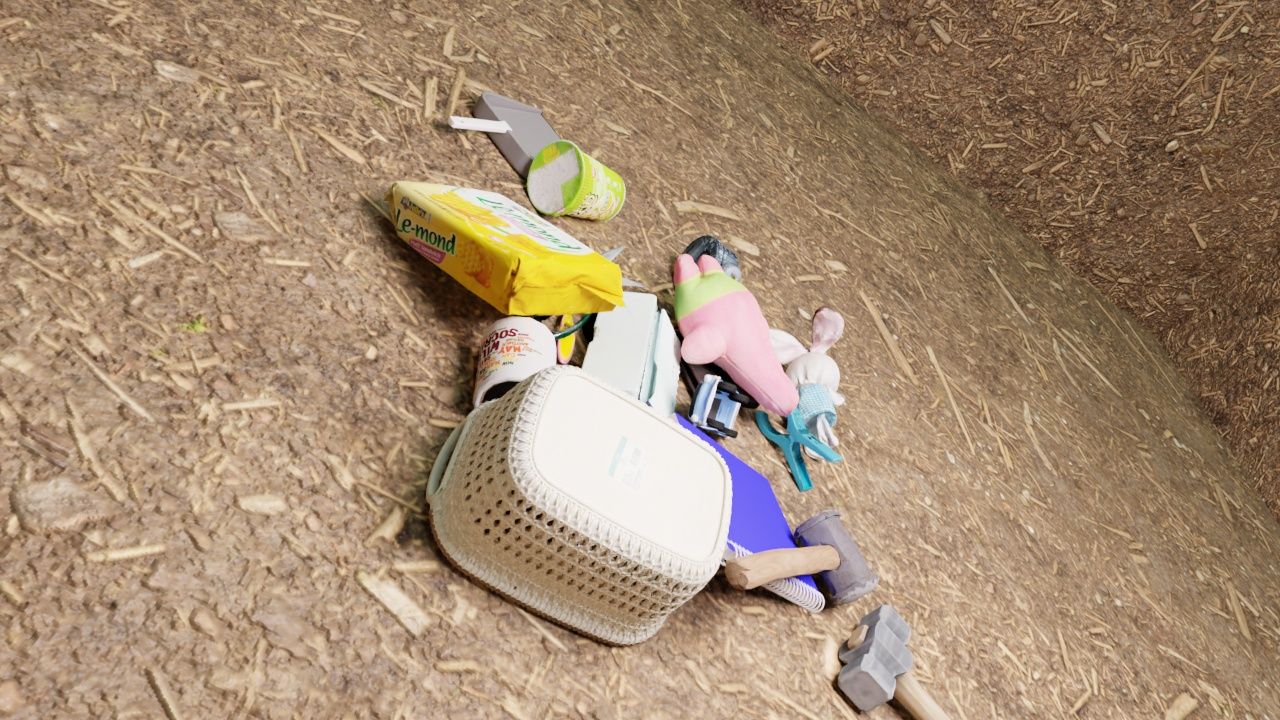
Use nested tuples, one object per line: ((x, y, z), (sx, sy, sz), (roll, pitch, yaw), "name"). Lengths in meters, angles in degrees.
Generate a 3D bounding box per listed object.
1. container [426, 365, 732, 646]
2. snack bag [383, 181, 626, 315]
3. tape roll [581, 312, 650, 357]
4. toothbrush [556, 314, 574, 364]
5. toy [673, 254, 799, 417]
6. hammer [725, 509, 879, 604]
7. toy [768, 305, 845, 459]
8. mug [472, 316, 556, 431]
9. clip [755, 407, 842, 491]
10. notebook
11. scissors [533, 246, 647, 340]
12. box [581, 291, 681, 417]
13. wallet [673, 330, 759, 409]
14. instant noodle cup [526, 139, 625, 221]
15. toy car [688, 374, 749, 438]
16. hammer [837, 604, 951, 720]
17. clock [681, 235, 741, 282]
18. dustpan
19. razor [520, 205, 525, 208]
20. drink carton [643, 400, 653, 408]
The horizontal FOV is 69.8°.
((-0.041, 0.118, 0.780), (0.246, 0.143, 0.184), (30, 45, -18), "container")
((-0.145, -0.115, 0.966), (0.247, 0.068, 0.159), (34, 21, 32), "snack bag")
((-0.028, -0.028, 1.097), (0.091, 0.016, 0.092), (45, 31, 5), "tape roll")
((-0.085, -0.043, 1.051), (0.021, 0.016, 0.135), (32, 32, -26), "toothbrush")
((0.117, -0.029, 1.145), (0.191, 0.097, 0.236), (-14, 66, -56), "toy")
((0.154, 0.196, 0.893), (0.328, 0.052, 0.098), (18, 39, -60), "hammer")
((0.241, 0.042, 1.246), (0.105, 0.131, 0.205), (38, 37, -48), "toy")
((-0.108, 0.020, 0.892), (0.105, 0.074, 0.089), (27, 34, -24), "mug")
((0.200, 0.087, 1.140), (0.028, 0.113, 0.127), (3, 35, -50), "clip")
((0.110, 0.162, 0.952), (0.209, 0.022, 0.171), (37, 24, -46), "notebook")
((-0.100, -0.108, 1.075), (0.204, 0.015, 0.201), (32, 44, 12), "scissors")
((-0.004, 0.002, 1.035), (0.125, 0.075, 0.197), (51, 27, -24), "box")
((0.090, 0.012, 1.171), (0.099, 0.031, 0.120), (13, 36, -38), "wallet")
((-0.080, -0.232, 1.225), (0.107, 0.099, 0.099), (8, 45, -54), "instant noodle cup")
((0.084, 0.053, 1.041), (0.055, 0.056, 0.153), (17, -5, 18), "toy car")
((0.333, 0.403, 0.945), (0.323, 0.051, 0.117), (47, 31, 3), "hammer")
((0.094, -0.118, 1.275), (0.052, 0.090, 0.129), (29, 30, -31), "clock")
((-0.172, -0.310, 1.266), (0.257, 0.033, 0.163), (-13, 60, -54), "dustpan")
((-0.124, -0.140, 1.127), (0.042, 0.022, 0.144), (-9, 50, -29), "razor")
((0.020, 0.109, 0.927), (0.130, 0.040, 0.064), (53, 32, -9), "drink carton")
